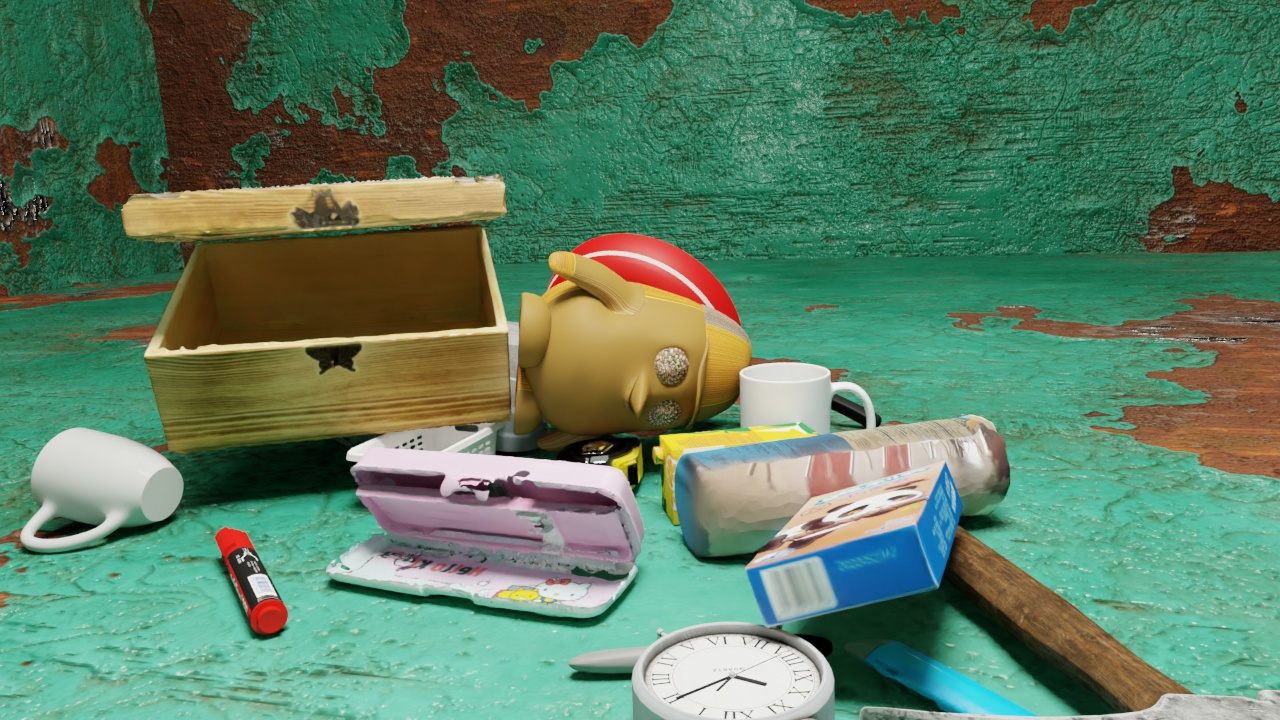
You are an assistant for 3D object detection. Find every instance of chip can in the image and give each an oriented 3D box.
[{"bbox_3d":[0.142,0.087,0.644,0.229,0.080,0.080,-6,12,-16],"label":"chip can"}]

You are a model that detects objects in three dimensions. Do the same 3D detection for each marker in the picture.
[{"bbox_3d":[-0.252,0.139,0.590,0.021,0.023,0.145,-47,29,-16],"label":"marker"},{"bbox_3d":[0.032,0.155,0.482,0.138,0.016,0.022,-3,-19,-1],"label":"marker"}]

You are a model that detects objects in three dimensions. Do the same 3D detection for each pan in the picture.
[{"bbox_3d":[0.064,0.003,0.908,0.356,0.209,0.067,25,42,9],"label":"pan"}]

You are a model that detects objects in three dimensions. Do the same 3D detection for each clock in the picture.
[{"bbox_3d":[-0.161,0.043,0.892,0.159,0.045,0.122,15,12,-3],"label":"clock"},{"bbox_3d":[0.042,0.157,0.409,0.094,0.035,0.122,-3,10,-1],"label":"clock"}]

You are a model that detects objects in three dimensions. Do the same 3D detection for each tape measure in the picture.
[{"bbox_3d":[-0.033,0.088,0.754,0.071,0.042,0.072,1,12,1],"label":"tape measure"}]

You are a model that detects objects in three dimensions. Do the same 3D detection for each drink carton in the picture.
[{"bbox_3d":[0.073,0.085,0.698,0.122,0.058,0.041,-4,12,-10],"label":"drink carton"}]

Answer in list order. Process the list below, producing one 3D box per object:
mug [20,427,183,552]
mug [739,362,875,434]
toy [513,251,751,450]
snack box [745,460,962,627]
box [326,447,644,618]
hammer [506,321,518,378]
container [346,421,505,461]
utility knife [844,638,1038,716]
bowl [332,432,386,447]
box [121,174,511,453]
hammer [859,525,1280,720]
[{"bbox_3d":[-0.416,0.107,0.706,0.089,0.071,0.107,10,42,15],"label":"mug"},{"bbox_3d":[0.138,0.053,0.761,0.110,0.090,0.073,-1,12,6],"label":"mug"},{"bbox_3d":[-0.005,0.004,0.793,0.203,0.199,0.162,3,33,-8],"label":"toy"},{"bbox_3d":[0.120,0.094,0.494,0.087,0.034,0.151,-20,-2,24],"label":"snack box"},{"bbox_3d":[-0.104,0.120,0.589,0.202,0.088,0.095,2,46,21],"label":"box"},{"bbox_3d":[-0.258,-0.008,0.999,0.317,0.083,0.163,6,7,-25],"label":"hammer"},{"bbox_3d":[-0.175,0.085,0.769,0.081,0.049,0.129,2,12,21],"label":"container"},{"bbox_3d":[0.163,0.163,0.410,0.031,0.015,0.174,-13,16,-31],"label":"utility knife"},{"bbox_3d":[-0.288,0.050,0.908,0.114,0.060,0.114,26,-18,9],"label":"bowl"},{"bbox_3d":[-0.264,-0.084,0.809,0.279,0.216,0.257,-6,29,-12],"label":"box"},{"bbox_3d":[0.167,0.129,0.468,0.217,0.037,0.300,5,8,-8],"label":"hammer"}]
